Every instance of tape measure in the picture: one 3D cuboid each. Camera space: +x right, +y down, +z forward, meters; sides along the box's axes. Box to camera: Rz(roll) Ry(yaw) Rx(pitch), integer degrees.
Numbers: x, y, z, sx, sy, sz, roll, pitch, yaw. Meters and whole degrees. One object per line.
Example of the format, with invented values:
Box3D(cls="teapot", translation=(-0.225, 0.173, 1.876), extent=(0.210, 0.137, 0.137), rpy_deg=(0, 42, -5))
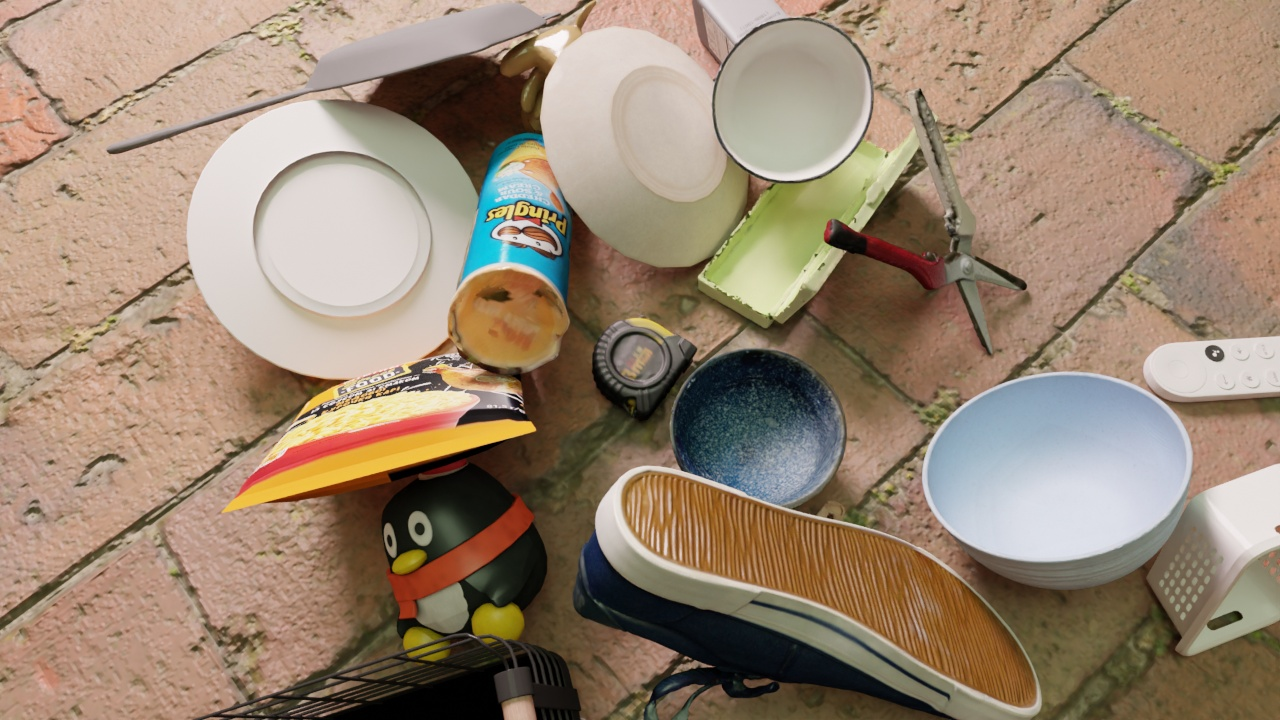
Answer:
Box3D(cls="tape measure", translation=(-0.004, 0.004, 0.658), extent=(0.062, 0.038, 0.067), rpy_deg=(34, 73, 7))

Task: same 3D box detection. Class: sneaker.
Box3D(cls="sneaker", translation=(0.093, 0.169, 0.545), extent=(0.294, 0.127, 0.120), rpy_deg=(21, 36, -12))

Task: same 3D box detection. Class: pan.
Box3D(cls="pan", translation=(-0.221, -0.224, 0.694), extent=(0.353, 0.024, 0.217), rpy_deg=(-27, 27, -22))

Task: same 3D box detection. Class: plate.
Box3D(cls="plate", translation=(-0.215, -0.090, 0.665), extent=(0.208, 0.015, 0.208), rpy_deg=(2, 83, -17))
Box3D(cls="plate", translation=(0.016, -0.164, 0.683), extent=(0.188, 0.027, 0.188), rpy_deg=(8, 75, -33))

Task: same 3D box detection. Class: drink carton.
Box3D(cls="drink carton", translation=(0.095, -0.261, 0.760), extent=(0.048, 0.076, 0.124), rpy_deg=(-31, 65, -2))

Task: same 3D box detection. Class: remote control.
Box3D(cls="remote control", translation=(0.431, 0.006, 0.657), extent=(0.136, 0.013, 0.043), rpy_deg=(-4, 65, 0))

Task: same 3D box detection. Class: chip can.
Box3D(cls="chip can", translation=(-0.082, -0.082, 0.636), extent=(0.080, 0.080, 0.229), rpy_deg=(-3, 34, 0))

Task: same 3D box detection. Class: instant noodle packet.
Box3D(cls="instant noodle packet", translation=(-0.149, 0.033, 0.572), extent=(0.160, 0.220, 0.032), rpy_deg=(-15, 104, -5))

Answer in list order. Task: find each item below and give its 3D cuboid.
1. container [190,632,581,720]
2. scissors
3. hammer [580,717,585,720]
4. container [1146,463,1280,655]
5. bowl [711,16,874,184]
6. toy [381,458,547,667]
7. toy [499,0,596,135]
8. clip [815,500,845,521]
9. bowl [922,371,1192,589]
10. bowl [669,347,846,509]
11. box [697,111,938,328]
Box3D(cls="container", translation=(-0.137, 0.248, 0.467), extent=(0.241, 0.130, 0.162), rpy_deg=(-20, 65, 7))
Box3D(cls="scissors", translation=(0.209, -0.101, 0.650), extent=(0.198, 0.015, 0.179), rpy_deg=(8, 83, -29))
Box3D(cls="hammer", translation=(0.077, 0.304, 0.497), extent=(0.326, 0.080, 0.176), rpy_deg=(38, 71, 24))
Box3D(cls="container", translation=(0.359, 0.118, 0.550), extent=(0.080, 0.129, 0.049), rpy_deg=(-18, 47, -7))
Box3D(cls="bowl", translation=(0.110, -0.190, 0.677), extent=(0.116, 0.065, 0.116), rpy_deg=(1, 107, 5))
Box3D(cls="toy", translation=(-0.114, 0.111, 0.567), extent=(0.098, 0.099, 0.119), rpy_deg=(-24, 98, 29))
Box3D(cls="toy", translation=(-0.057, -0.216, 0.728), extent=(0.134, 0.108, 0.105), rpy_deg=(35, 83, 16))
Box3D(cls="clip", translation=(0.116, 0.116, 0.599), extent=(0.024, 0.041, 0.060), rpy_deg=(27, 73, 12))
Box3D(cls="bowl", translation=(0.262, 0.086, 0.577), extent=(0.151, 0.075, 0.150), rpy_deg=(-20, 36, 15))
Box3D(cls="bowl", translation=(0.077, 0.054, 0.617), extent=(0.114, 0.061, 0.114), rpy_deg=(-1, 66, 2))
Box3D(cls="box", translation=(0.139, -0.107, 0.694), extent=(0.131, 0.064, 0.187), rpy_deg=(6, 53, 52))
